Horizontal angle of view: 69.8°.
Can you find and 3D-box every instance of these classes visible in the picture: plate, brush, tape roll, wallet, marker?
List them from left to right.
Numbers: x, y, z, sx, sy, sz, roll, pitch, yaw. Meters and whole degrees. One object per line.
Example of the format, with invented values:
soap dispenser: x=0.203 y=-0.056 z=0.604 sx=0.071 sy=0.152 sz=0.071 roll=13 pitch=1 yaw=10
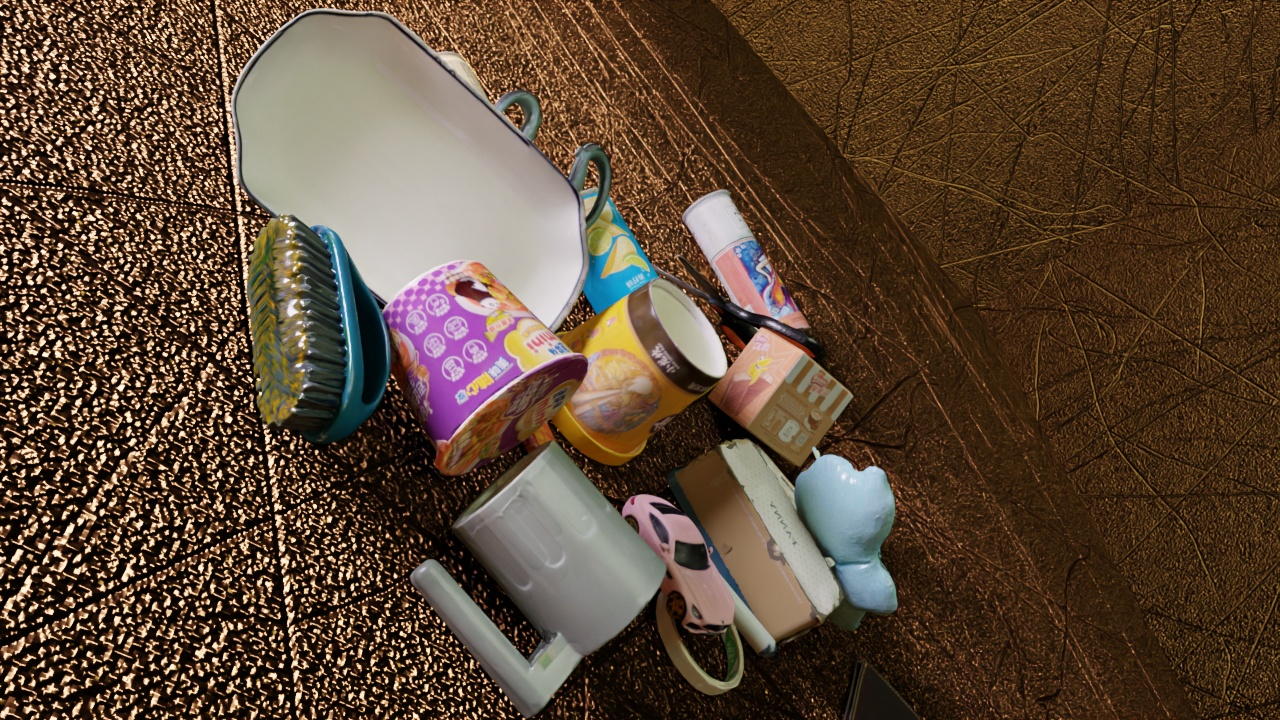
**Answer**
brush: x=-0.176 y=-0.017 z=0.512 sx=0.073 sy=0.055 sz=0.143 roll=23 pitch=38 yaw=-46
plate: x=-0.151 y=-0.113 z=0.632 sx=0.265 sy=0.034 sz=0.161 roll=40 pitch=69 yaw=-26
tape roll: x=0.044 y=0.201 z=0.673 sx=0.086 sy=0.014 sz=0.085 roll=41 pitch=27 yaw=-26
marker: x=0.065 y=0.183 z=0.726 sx=0.130 sy=0.023 sz=0.018 roll=51 pitch=53 yaw=-4
wallet: x=0.214 y=0.331 z=0.804 sx=0.096 sy=0.020 sz=0.122 roll=49 pitch=25 yaw=3

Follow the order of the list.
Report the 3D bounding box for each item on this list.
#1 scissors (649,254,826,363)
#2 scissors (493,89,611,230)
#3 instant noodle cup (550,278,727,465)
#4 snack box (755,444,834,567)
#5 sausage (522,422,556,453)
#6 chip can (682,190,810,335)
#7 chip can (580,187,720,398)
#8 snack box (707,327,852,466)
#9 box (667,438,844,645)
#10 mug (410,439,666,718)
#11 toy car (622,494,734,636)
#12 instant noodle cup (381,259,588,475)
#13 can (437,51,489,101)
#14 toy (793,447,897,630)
scissors: x=0.104 y=-0.053 z=1.006 sx=0.234 sy=0.021 sz=0.221 roll=29 pitch=-9 yaw=23
scissors: x=-0.075 y=-0.136 z=0.788 sx=0.171 sy=0.019 sz=0.176 roll=2 pitch=88 yaw=-45
instant noodle cup: x=-0.004 y=0.004 z=0.723 sx=0.118 sy=0.115 sz=0.118 roll=41 pitch=26 yaw=-26
snack box: x=0.147 y=0.159 z=0.899 sx=0.154 sy=0.026 sz=0.075 roll=50 pitch=25 yaw=-8
sausage: x=-0.053 y=0.092 z=0.632 sx=0.021 sy=0.021 sz=0.165 roll=6 pitch=52 yaw=-59
chip can: x=0.135 y=-0.112 z=1.181 sx=0.071 sy=0.071 sz=0.214 roll=0 pitch=59 yaw=-61
chip can: x=-0.009 y=-0.054 z=0.844 sx=0.210 sy=0.071 sz=0.071 roll=59 pitch=25 yaw=13
snack box: x=0.143 y=0.037 z=0.942 sx=0.092 sy=0.094 sz=0.077 roll=36 pitch=2 yaw=-34
box: x=0.096 y=0.146 z=0.786 sx=0.184 sy=0.062 sz=0.089 roll=58 pitch=24 yaw=15
mug: x=-0.059 y=0.121 z=0.529 sx=0.103 sy=0.084 sz=0.123 roll=50 pitch=49 yaw=-5
toy car: x=0.029 y=0.144 z=0.666 sx=0.056 sy=0.037 sz=0.122 roll=13 pitch=31 yaw=-43
instant noodle cup: x=-0.104 y=-0.001 z=0.569 sx=0.099 sy=0.112 sz=0.111 roll=51 pitch=23 yaw=13
can: x=-0.153 y=-0.206 z=0.797 sx=0.058 sy=0.059 sz=0.116 roll=1 pitch=57 yaw=-61
toy: x=0.178 y=0.154 z=0.812 sx=0.049 sy=0.162 sz=0.156 roll=-21 pitch=74 yaw=-39
